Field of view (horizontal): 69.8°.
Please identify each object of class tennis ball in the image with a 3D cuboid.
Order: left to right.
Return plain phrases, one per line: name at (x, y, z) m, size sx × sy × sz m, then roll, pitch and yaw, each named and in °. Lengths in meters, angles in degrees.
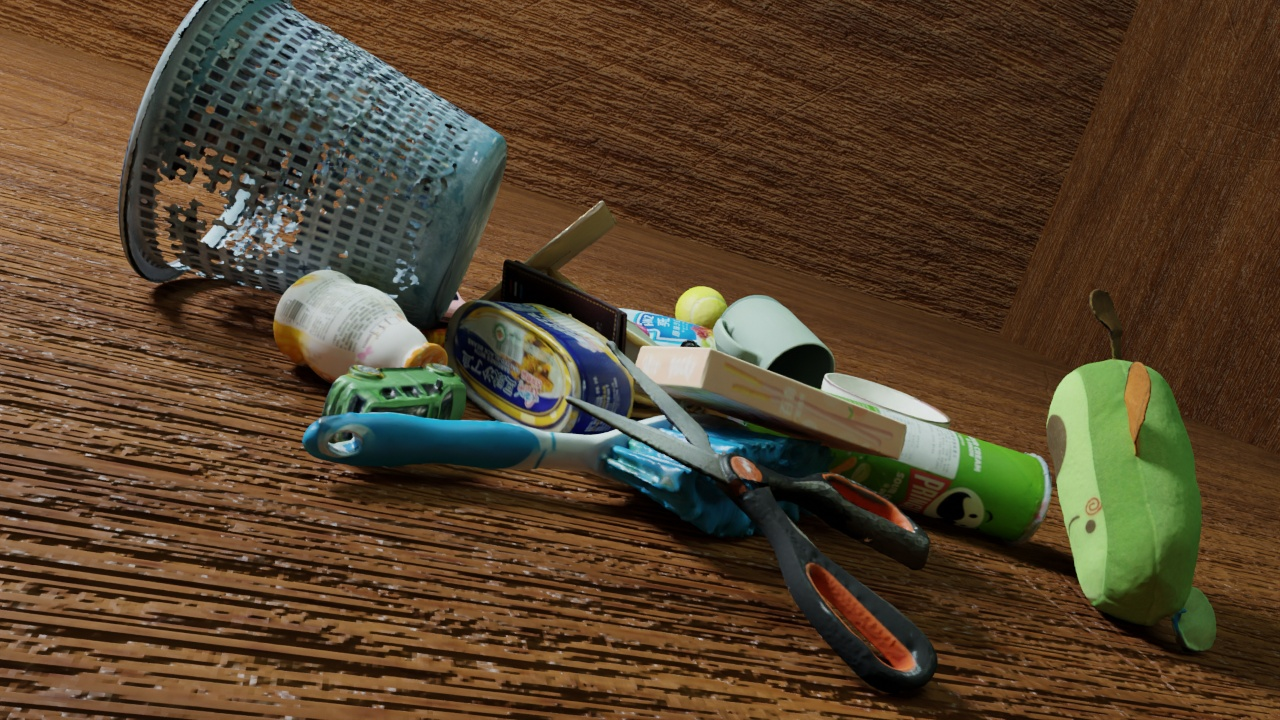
tennis ball at (0.076, -0.059, 1.139) m, size 0.065 × 0.065 × 0.065 m, roll 18°, pitch 12°, yaw -4°

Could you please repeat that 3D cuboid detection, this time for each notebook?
notebook at (-0.083, -0.082, 0.795) m, size 0.008 × 0.148 × 0.207 m, roll 52°, pitch 4°, yaw -3°

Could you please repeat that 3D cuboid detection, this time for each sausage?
sausage at (-0.133, -0.015, 0.725) m, size 0.021 × 0.021 × 0.165 m, roll 24°, pitch 13°, yaw 23°

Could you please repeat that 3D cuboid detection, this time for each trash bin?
trash bin at (-0.208, -0.123, 0.643) m, size 0.195 × 0.227 × 0.226 m, roll 23°, pitch 11°, yaw -7°

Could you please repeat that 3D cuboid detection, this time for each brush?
brush at (-0.016, 0.057, 0.507) m, size 0.109 × 0.060 × 0.313 m, roll 21°, pitch 11°, yaw 40°

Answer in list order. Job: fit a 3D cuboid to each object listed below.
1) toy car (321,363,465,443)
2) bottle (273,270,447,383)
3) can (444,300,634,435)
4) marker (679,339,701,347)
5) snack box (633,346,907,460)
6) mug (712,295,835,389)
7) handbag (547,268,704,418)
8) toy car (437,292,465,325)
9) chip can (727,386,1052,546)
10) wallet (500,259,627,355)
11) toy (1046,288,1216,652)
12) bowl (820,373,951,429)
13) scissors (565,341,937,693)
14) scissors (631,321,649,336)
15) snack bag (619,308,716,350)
toy car at (-0.128, 0.027, 0.491) m, size 0.036 × 0.043 × 0.091 m, roll 22°, pitch 13°, yaw 27°
bottle at (-0.168, -0.012, 0.554) m, size 0.108 × 0.063 × 0.063 m, roll 24°, pitch 13°, yaw 25°
can at (-0.070, 0.005, 0.603) m, size 0.049 × 0.075 × 0.148 m, roll 2°, pitch 19°, yaw -45°
marker at (0.064, 0.008, 0.834) m, size 0.022 × 0.020 × 0.132 m, roll 61°, pitch 10°, yaw 23°
snack box at (0.081, 0.027, 0.577) m, size 0.157 × 0.026 × 0.085 m, roll 19°, pitch -7°, yaw -26°
mug at (0.116, -0.012, 0.893) m, size 0.111 × 0.082 × 0.106 m, roll 14°, pitch 25°, yaw -34°
handbag at (-0.005, 0.005, 0.767) m, size 0.178 × 0.063 × 0.163 m, roll 29°, pitch 7°, yaw -30°
toy car at (-0.191, -0.058, 0.799) m, size 0.056 × 0.037 × 0.122 m, roll 10°, pitch 13°, yaw -40°
chip can at (0.181, 0.071, 0.688) m, size 0.236 × 0.072 × 0.072 m, roll 18°, pitch 12°, yaw -4°
wallet at (-0.056, -0.010, 0.646) m, size 0.020 × 0.096 × 0.122 m, roll -20°, pitch 35°, yaw -40°
toy at (0.341, 0.076, 0.652) m, size 0.090 × 0.227 × 0.246 m, roll -4°, pitch 47°, yaw 20°
bowl at (0.206, 0.059, 0.807) m, size 0.113 × 0.062 × 0.113 m, roll 18°, pitch 10°, yaw -4°
scissors at (0.069, 0.072, 0.458) m, size 0.220 × 0.022 × 0.221 m, roll 16°, pitch 33°, yaw -34°
scissors at (0.006, -0.009, 0.894) m, size 0.133 × 0.017 × 0.128 m, roll 13°, pitch 26°, yaw -3°
snack bag at (0.055, -0.018, 0.995) m, size 0.191 × 0.039 × 0.110 m, roll 17°, pitch 24°, yaw -5°
